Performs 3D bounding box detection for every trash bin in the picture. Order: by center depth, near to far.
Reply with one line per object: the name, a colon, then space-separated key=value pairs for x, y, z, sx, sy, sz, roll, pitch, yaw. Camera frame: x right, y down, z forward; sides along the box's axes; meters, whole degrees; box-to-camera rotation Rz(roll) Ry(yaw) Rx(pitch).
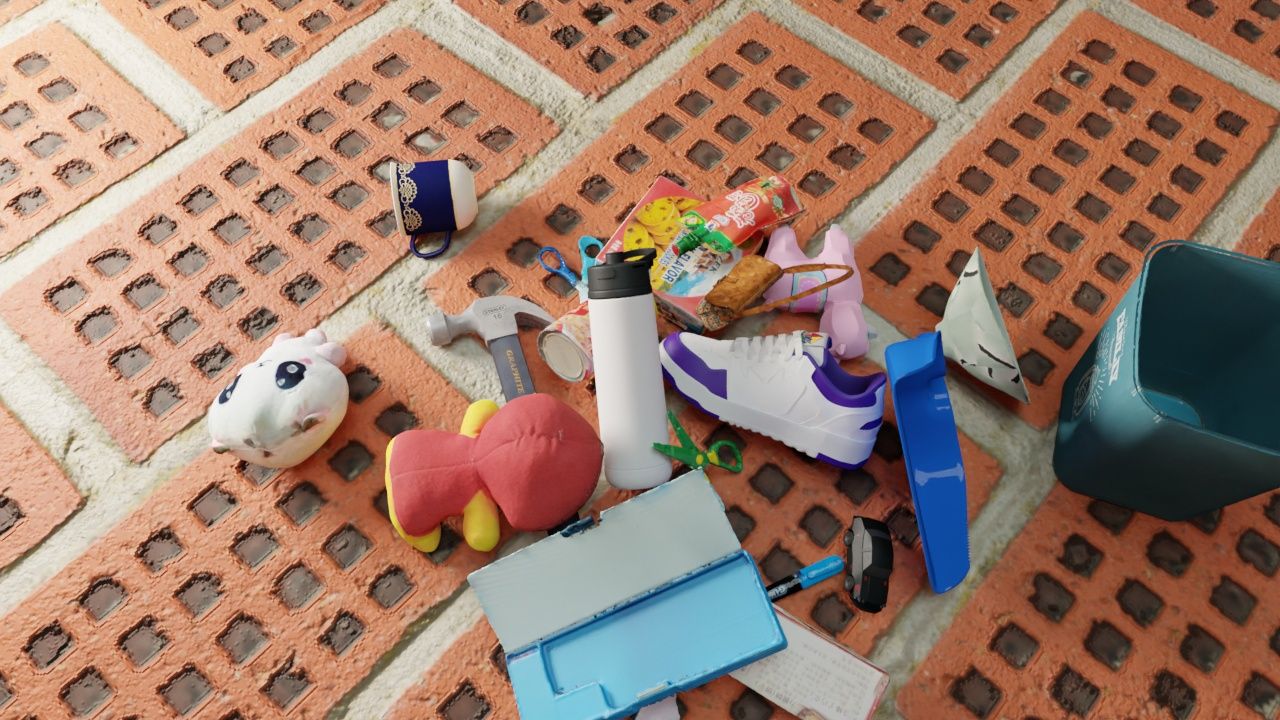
trash bin: x=0.520 y=0.038 z=0.875 sx=0.199 sy=0.219 sz=0.196 roll=18 pitch=63 yaw=7

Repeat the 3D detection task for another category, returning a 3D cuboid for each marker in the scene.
marker: x=0.142 y=0.219 z=0.888 sx=0.123 sy=0.015 sz=0.018 roll=-22 pitch=69 yaw=-10

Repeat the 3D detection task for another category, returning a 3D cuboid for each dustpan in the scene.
dustpan: x=0.280 y=0.049 z=0.908 sx=0.060 sy=0.246 sz=0.257 roll=-12 pitch=28 yaw=14

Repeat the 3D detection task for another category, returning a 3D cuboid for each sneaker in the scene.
sneaker: x=0.136 y=0.011 z=0.928 sx=0.244 sy=0.111 sz=0.091 roll=25 pitch=24 yaw=7

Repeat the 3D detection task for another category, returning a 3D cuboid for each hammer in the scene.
hammer: x=-0.121 y=0.069 z=0.951 sx=0.139 sy=0.035 sz=0.312 roll=-15 pitch=64 yaw=-11

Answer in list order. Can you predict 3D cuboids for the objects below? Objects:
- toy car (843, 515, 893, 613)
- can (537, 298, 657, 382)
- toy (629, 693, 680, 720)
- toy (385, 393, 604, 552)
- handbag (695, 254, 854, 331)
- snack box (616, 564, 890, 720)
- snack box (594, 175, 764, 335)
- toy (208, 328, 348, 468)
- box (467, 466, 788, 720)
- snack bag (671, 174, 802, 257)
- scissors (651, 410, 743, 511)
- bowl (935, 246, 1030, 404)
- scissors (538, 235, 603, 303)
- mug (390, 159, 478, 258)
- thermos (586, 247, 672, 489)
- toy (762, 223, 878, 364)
toy car: x=0.222 y=0.195 z=0.882 sx=0.042 sy=0.036 sz=0.091 roll=18 pitch=60 yaw=-22
can: x=-0.043 y=-0.034 z=0.969 sx=0.067 sy=0.067 sz=0.124 roll=38 pitch=51 yaw=17
toy: x=0.065 y=0.377 z=0.762 sx=0.191 sy=0.099 sz=0.223 roll=1 pitch=35 yaw=-3
toy: x=-0.139 y=0.103 z=0.867 sx=0.216 sy=0.098 sz=0.147 roll=-14 pitch=78 yaw=15
handbag: x=0.133 y=-0.077 z=0.915 sx=0.093 sy=0.196 sz=0.043 roll=-41 pitch=107 yaw=-27
snack box: x=0.091 y=0.248 z=0.849 sx=0.273 sy=0.044 sz=0.076 roll=28 pitch=85 yaw=14
snack box: x=0.045 y=-0.121 z=1.044 sx=0.145 sy=0.040 sz=0.142 roll=31 pitch=65 yaw=10
toy: x=-0.360 y=0.030 z=0.937 sx=0.139 sy=0.101 sz=0.179 roll=-14 pitch=43 yaw=5
box: x=-0.014 y=0.222 z=0.820 sx=0.244 sy=0.060 sz=0.175 roll=-26 pitch=78 yaw=7
snack bag: x=0.101 y=-0.155 z=1.023 sx=0.155 sy=0.044 sz=0.087 roll=-30 pitch=49 yaw=-16
scissors: x=0.053 y=0.107 z=0.906 sx=0.131 sy=0.012 sz=0.108 roll=20 pitch=72 yaw=-37
bowl: x=0.348 y=-0.029 z=0.961 sx=0.068 sy=0.174 sz=0.174 roll=-19 pitch=60 yaw=24
scissors: x=-0.076 y=-0.081 z=1.044 sx=0.083 sy=0.016 sz=0.134 roll=-5 pitch=67 yaw=-9
mug: x=-0.233 y=-0.175 z=1.055 sx=0.089 sy=0.085 sz=0.112 roll=-7 pitch=98 yaw=-8
thermos: x=-0.005 y=0.005 z=0.916 sx=0.069 sy=0.101 sz=0.230 roll=-2 pitch=99 yaw=25
toy: x=0.195 y=-0.072 z=1.013 sx=0.123 sy=0.067 sz=0.157 roll=0 pitch=66 yaw=0
